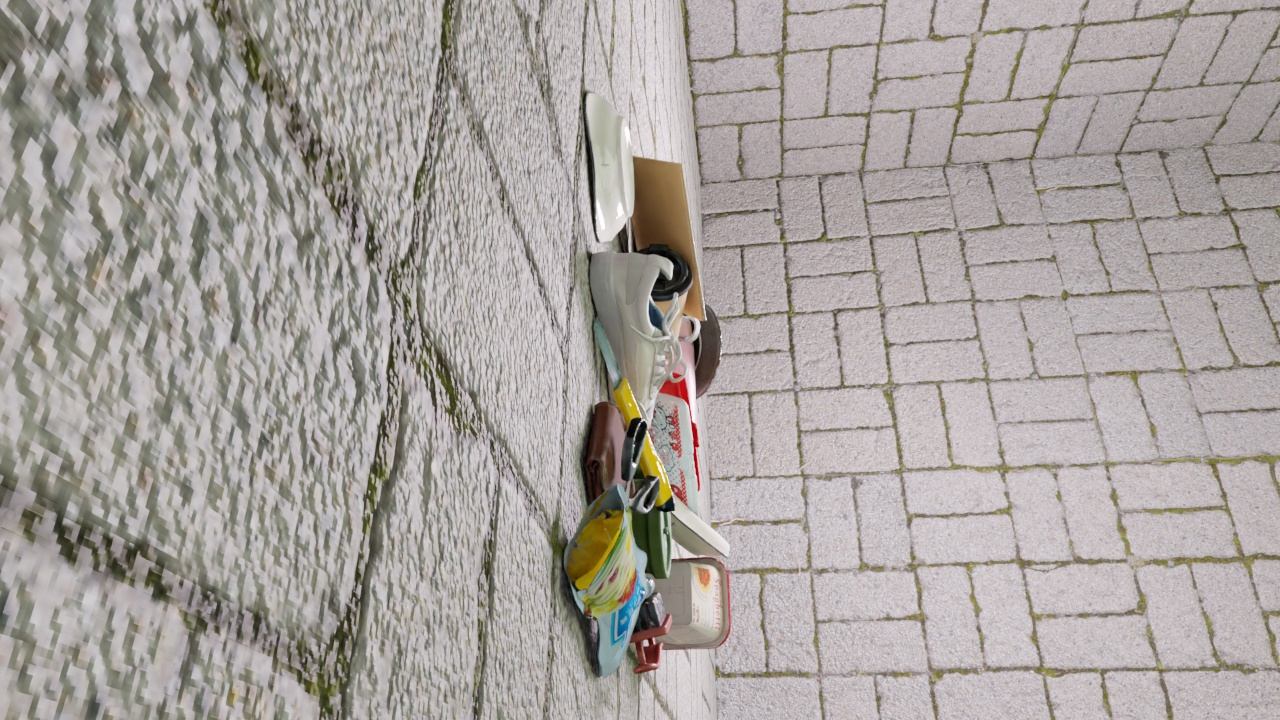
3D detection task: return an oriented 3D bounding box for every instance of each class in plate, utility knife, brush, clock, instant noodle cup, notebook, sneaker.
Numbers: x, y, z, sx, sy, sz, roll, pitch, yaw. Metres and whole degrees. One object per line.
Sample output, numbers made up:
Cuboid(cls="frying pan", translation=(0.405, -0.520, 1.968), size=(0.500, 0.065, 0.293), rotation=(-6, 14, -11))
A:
Cuboid(cls="plate", translation=(-0.030, -0.217, 1.035), size=(0.163, 0.034, 0.164), rotation=(-64, 151, -77))
Cuboid(cls="utility knife", translation=(-0.009, 0.058, 0.952), size=(0.033, 0.015, 0.223), rotation=(-34, 105, -60))
Cuboid(cls="plate", translation=(0.083, -0.018, 1.620), size=(0.180, 0.024, 0.179), rotation=(-18, -111, 58))
Cuboid(cls="brush", translation=(0.003, 0.283, 0.956), size=(0.146, 0.063, 0.069), rotation=(60, 16, -79))
Cuboid(cls="clock", translation=(0.004, 0.180, 1.038), size=(0.161, 0.056, 0.116), rotation=(-65, 152, -76))
Cuboid(cls="instant noodle cup", translation=(0.046, 0.302, 1.157), size=(0.124, 0.117, 0.116), rotation=(45, 41, -63))
Cuboid(cls="notebook", translation=(0.030, -0.164, 1.212), size=(0.148, 0.008, 0.208), rotation=(28, -46, 55))
Cuboid(cls="sneaker", translation=(0.006, -0.016, 1.009), size=(0.089, 0.091, 0.243), rotation=(-83, 169, -50))
Cuboid(cls="plate", translation=(0.046, 0.204, 1.195), size=(0.164, 0.034, 0.163), rotation=(43, 1, 9))

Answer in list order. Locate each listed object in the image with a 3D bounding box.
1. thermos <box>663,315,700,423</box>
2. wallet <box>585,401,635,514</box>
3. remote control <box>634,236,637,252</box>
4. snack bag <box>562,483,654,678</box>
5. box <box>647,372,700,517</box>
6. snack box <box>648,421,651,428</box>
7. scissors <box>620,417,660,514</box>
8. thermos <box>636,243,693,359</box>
Cuboid(cls="thermos", translation=(0.068, 0.020, 1.550), size=(0.067, 0.087, 0.198), rotation=(20, 63, -42))
Cuboid(cls="wallet", translation=(-0.030, 0.116, 0.893), size=(0.101, 0.032, 0.125), rotation=(-78, 162, -58))
Cuboid(cls="remote control", translation=(0.004, -0.149, 1.337), size=(0.053, 0.024, 0.136), rotation=(1, 85, -82))
Cuboid(cls="snack bag", translation=(-0.023, 0.199, 0.810), size=(0.191, 0.039, 0.110), rotation=(77, 25, -49))
Cuboid(cls="box", translation=(0.054, 0.128, 1.288), size=(0.101, 0.095, 0.202), rotation=(29, -46, 53))
Cuboid(cls="snack box", translation=(-0.007, 0.007, 1.156), size=(0.157, 0.026, 0.084), rotation=(80, 9, -47))
Cuboid(cls="scissors", translation=(-0.016, 0.139, 0.866), size=(0.159, 0.014, 0.181), rotation=(33, 67, -66))
Cuboid(cls="thermos", translation=(0.020, -0.070, 1.189), size=(0.092, 0.093, 0.143), rotation=(-86, 178, -46))
